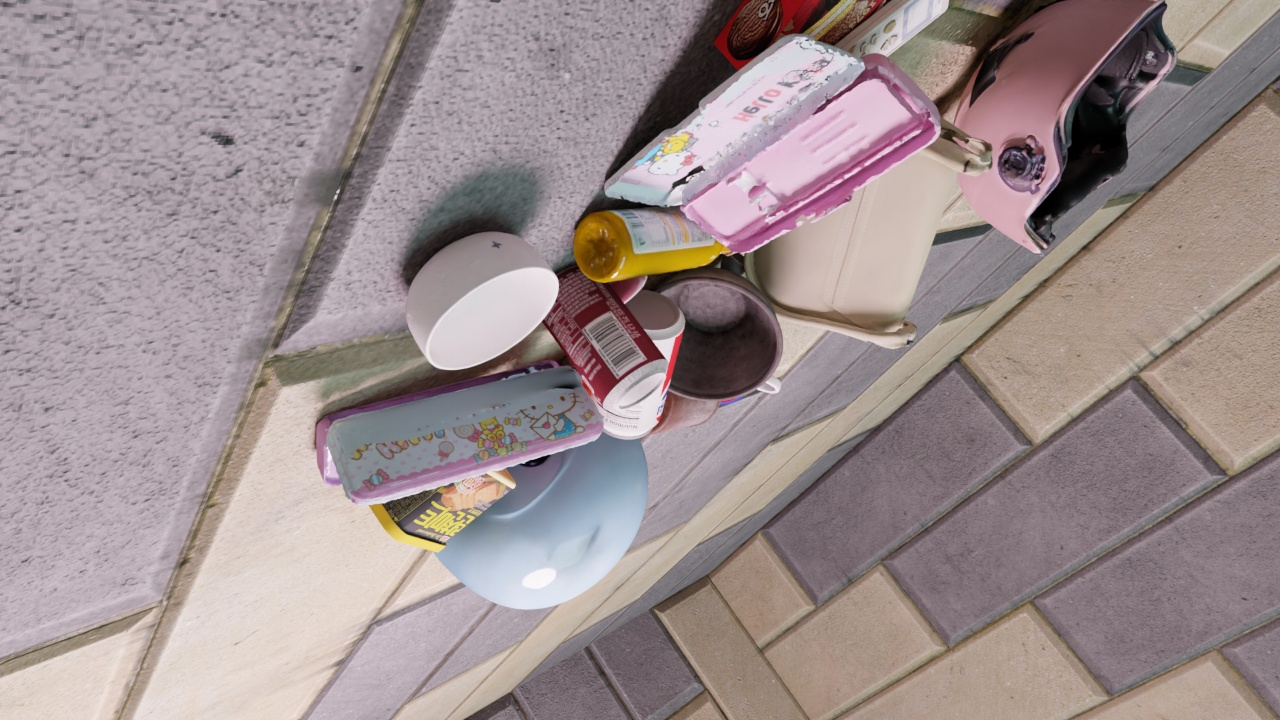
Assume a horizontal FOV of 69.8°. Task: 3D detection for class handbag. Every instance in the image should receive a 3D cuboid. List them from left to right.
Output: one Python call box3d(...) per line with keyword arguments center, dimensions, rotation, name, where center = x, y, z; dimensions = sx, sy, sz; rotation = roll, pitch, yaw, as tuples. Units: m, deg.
box3d(center=(0.214, -0.131, 0.838), dimensions=(0.131, 0.184, 0.230), rotation=(-28, 142, -34), name="handbag")

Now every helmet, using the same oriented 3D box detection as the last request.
box3d(center=(-0.090, 0.168, 1.024), dimensions=(0.265, 0.167, 0.226), rotation=(-43, 154, -12), name="helmet")
box3d(center=(0.401, -0.246, 0.898), dimensions=(0.229, 0.152, 0.256), rotation=(-43, 152, -15), name="helmet")

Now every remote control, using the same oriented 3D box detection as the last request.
box3d(center=(0.160, -0.219, 0.640), dimensions=(0.136, 0.011, 0.050), rotation=(-38, 162, 3), name="remote control")

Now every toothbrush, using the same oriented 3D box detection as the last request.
box3d(center=(-0.035, -0.044, 0.794), dimensions=(0.016, 0.021, 0.135), rotation=(-13, 164, -40), name="toothbrush")

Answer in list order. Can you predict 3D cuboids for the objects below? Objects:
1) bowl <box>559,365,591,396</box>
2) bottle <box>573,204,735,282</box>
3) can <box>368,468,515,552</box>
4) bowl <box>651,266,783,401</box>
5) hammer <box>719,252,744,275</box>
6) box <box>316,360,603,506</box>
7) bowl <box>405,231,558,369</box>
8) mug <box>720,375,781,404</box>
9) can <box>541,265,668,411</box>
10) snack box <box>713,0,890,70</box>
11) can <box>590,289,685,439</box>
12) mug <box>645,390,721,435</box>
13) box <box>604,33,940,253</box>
box3d(center=(-0.101, 0.042, 0.891), dimensions=(0.122, 0.035, 0.122), rotation=(-32, 161, -13), name="bowl")
box3d(center=(0.026, -0.099, 0.748), dimensions=(0.185, 0.053, 0.053), rotation=(-16, 153, -49), name="bottle")
box3d(center=(-0.187, 0.116, 0.860), dimensions=(0.101, 0.072, 0.131), rotation=(-38, 162, -4), name="can")
box3d(center=(0.067, -0.036, 0.891), dimensions=(0.145, 0.145, 0.067), rotation=(-51, -165, 37), name="bowl")
box3d(center=(0.144, -0.078, 1.063), dimensions=(0.120, 0.031, 0.330), rotation=(-54, 160, 26), name="hammer")
box3d(center=(-0.141, 0.069, 0.737), dimensions=(0.213, 0.092, 0.090), rotation=(-14, 144, -30), name="box")
box3d(center=(-0.113, -0.046, 0.625), dimensions=(0.104, 0.054, 0.105), rotation=(-33, 160, -14), name="bowl")
box3d(center=(0.114, 0.014, 1.099), dimensions=(0.076, 0.112, 0.075), rotation=(59, 50, -72), name="mug")
box3d(center=(-0.032, -0.018, 0.741), dimensions=(0.063, 0.114, 0.063), rotation=(-33, 161, -13), name="can")
box3d(center=(0.140, -0.252, 0.606), dimensions=(0.132, 0.036, 0.152), rotation=(-13, 150, -51), name="snack box")
box3d(center=(-0.005, 0.005, 0.848), dimensions=(0.070, 0.070, 0.132), rotation=(-23, 141, -36), name="can")
box3d(center=(0.031, 0.019, 1.016), dimensions=(0.110, 0.096, 0.123), rotation=(-10, 112, -60), name="mug")
box3d(center=(0.086, -0.150, 0.638), dimensions=(0.155, 0.058, 0.202), rotation=(22, 148, -31), name="box")
